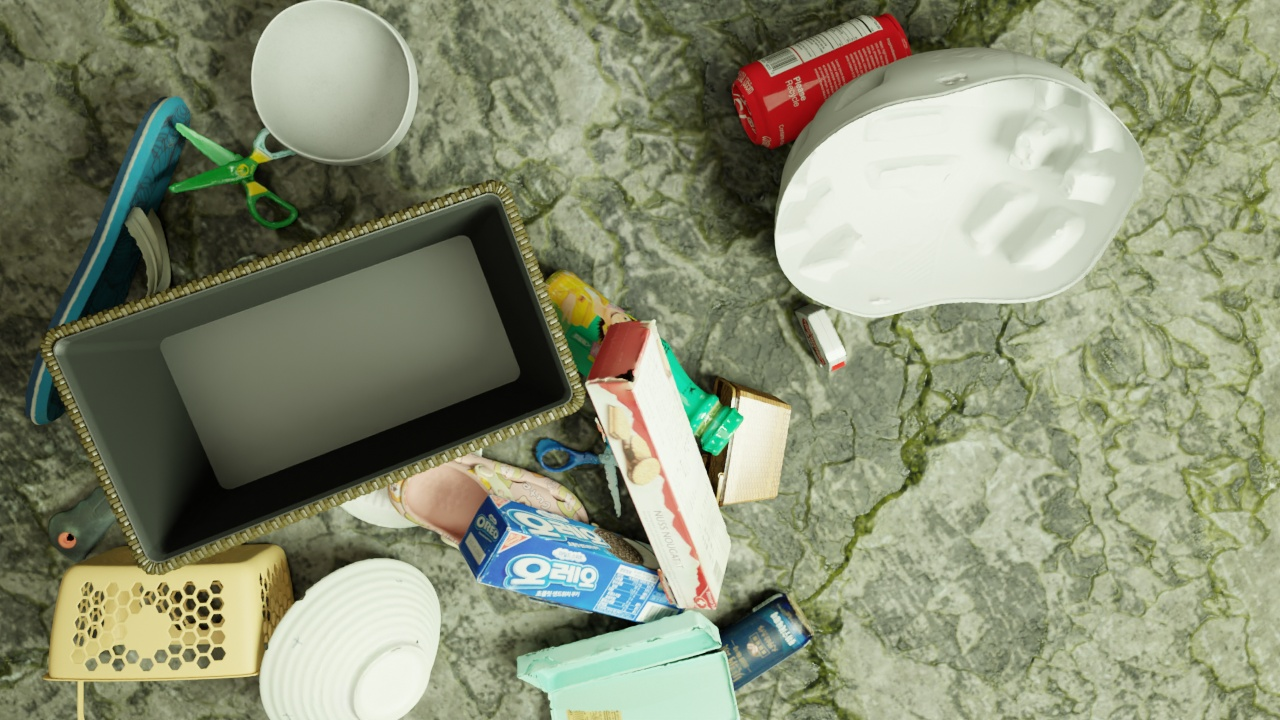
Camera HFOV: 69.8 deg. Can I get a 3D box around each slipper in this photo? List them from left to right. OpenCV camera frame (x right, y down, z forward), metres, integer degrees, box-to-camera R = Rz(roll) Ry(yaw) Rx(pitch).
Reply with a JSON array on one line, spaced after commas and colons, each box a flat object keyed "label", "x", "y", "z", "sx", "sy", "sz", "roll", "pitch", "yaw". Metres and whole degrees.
[{"label": "slipper", "x": -0.430, "y": -0.079, "z": 0.778, "sx": 0.060, "sy": 0.118, "sz": 0.295, "roll": 22, "pitch": 91, "yaw": -18}, {"label": "slipper", "x": -0.133, "y": 0.141, "z": 0.833, "sx": 0.197, "sy": 0.081, "sz": 0.093, "roll": 28, "pitch": 96, "yaw": -16}]

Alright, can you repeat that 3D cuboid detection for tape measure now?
[{"label": "tape measure", "x": 0.168, "y": -0.021, "z": 0.840, "sx": 0.020, "sy": 0.062, "sz": 0.060, "roll": -25, "pitch": 96, "yaw": 1}]

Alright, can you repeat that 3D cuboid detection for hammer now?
[{"label": "hammer", "x": -0.421, "y": 0.062, "z": 0.841, "sx": 0.333, "sy": 0.033, "sz": 0.133, "roll": -43, "pitch": 100, "yaw": 6}]

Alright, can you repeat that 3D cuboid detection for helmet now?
[{"label": "helmet", "x": 0.239, "y": -0.140, "z": 0.749, "sx": 0.282, "sy": 0.183, "sz": 0.225, "roll": -18, "pitch": 135, "yaw": -12}]

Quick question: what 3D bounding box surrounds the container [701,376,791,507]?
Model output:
[{"label": "container", "x": 0.097, "y": 0.077, "z": 0.855, "sx": 0.061, "sy": 0.063, "sz": 0.114, "roll": 6, "pitch": 99, "yaw": -12}]

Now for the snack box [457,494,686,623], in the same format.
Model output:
[{"label": "snack box", "x": -0.049, "y": 0.183, "z": 0.815, "sx": 0.226, "sy": 0.059, "sz": 0.059, "roll": 25, "pitch": 100, "yaw": -36}]

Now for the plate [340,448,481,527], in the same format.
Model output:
[{"label": "plate", "x": -0.227, "y": 0.080, "z": 0.860, "sx": 0.157, "sy": 0.014, "sz": 0.157, "roll": -1, "pitch": 100, "yaw": -3}]

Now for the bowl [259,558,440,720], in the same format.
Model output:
[{"label": "bowl", "x": -0.236, "y": 0.271, "z": 0.813, "sx": 0.176, "sy": 0.071, "sz": 0.177, "roll": -19, "pitch": 118, "yaw": -41}]

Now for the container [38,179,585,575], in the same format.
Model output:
[{"label": "container", "x": -0.236, "y": 0.002, "z": 0.724, "sx": 0.320, "sy": 0.205, "sz": 0.176, "roll": -21, "pitch": 98, "yaw": -11}]

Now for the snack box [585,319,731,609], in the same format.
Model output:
[{"label": "snack box", "x": 0.020, "y": 0.095, "z": 0.759, "sx": 0.044, "sy": 0.076, "sz": 0.273, "roll": -3, "pitch": 130, "yaw": 22}]

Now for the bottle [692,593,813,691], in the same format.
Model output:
[{"label": "bottle", "x": 0.089, "y": 0.288, "z": 0.890, "sx": 0.161, "sy": 0.056, "sz": 0.056, "roll": -34, "pitch": 99, "yaw": 4}]

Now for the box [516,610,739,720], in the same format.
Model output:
[{"label": "box", "x": -0.014, "y": 0.304, "z": 0.852, "sx": 0.187, "sy": 0.078, "sz": 0.109, "roll": -17, "pitch": 72, "yaw": 15}]

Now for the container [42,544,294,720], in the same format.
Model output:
[{"label": "container", "x": -0.414, "y": 0.257, "z": 0.824, "sx": 0.183, "sy": 0.129, "sz": 0.167, "roll": 0, "pitch": 90, "yaw": -3}]

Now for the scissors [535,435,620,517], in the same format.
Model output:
[{"label": "scissors", "x": -0.040, "y": 0.091, "z": 0.874, "sx": 0.129, "sy": 0.014, "sz": 0.127, "roll": -13, "pitch": 104, "yaw": -5}]

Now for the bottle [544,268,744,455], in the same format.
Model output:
[{"label": "bottle", "x": -0.005, "y": 0.005, "z": 0.806, "sx": 0.210, "sy": 0.068, "sz": 0.068, "roll": 36, "pitch": 96, "yaw": 8}]

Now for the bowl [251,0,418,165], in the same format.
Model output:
[{"label": "bowl", "x": -0.255, "y": -0.232, "z": 0.780, "sx": 0.132, "sy": 0.064, "sz": 0.132, "roll": -1, "pitch": 99, "yaw": -4}]

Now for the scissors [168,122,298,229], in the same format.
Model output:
[{"label": "scissors", "x": -0.336, "y": -0.169, "z": 0.781, "sx": 0.128, "sy": 0.012, "sz": 0.121, "roll": 42, "pitch": 72, "yaw": -47}]

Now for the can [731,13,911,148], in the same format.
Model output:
[{"label": "can", "x": 0.156, "y": -0.242, "z": 0.795, "sx": 0.142, "sy": 0.074, "sz": 0.074, "roll": -23, "pitch": 100, "yaw": 1}]
